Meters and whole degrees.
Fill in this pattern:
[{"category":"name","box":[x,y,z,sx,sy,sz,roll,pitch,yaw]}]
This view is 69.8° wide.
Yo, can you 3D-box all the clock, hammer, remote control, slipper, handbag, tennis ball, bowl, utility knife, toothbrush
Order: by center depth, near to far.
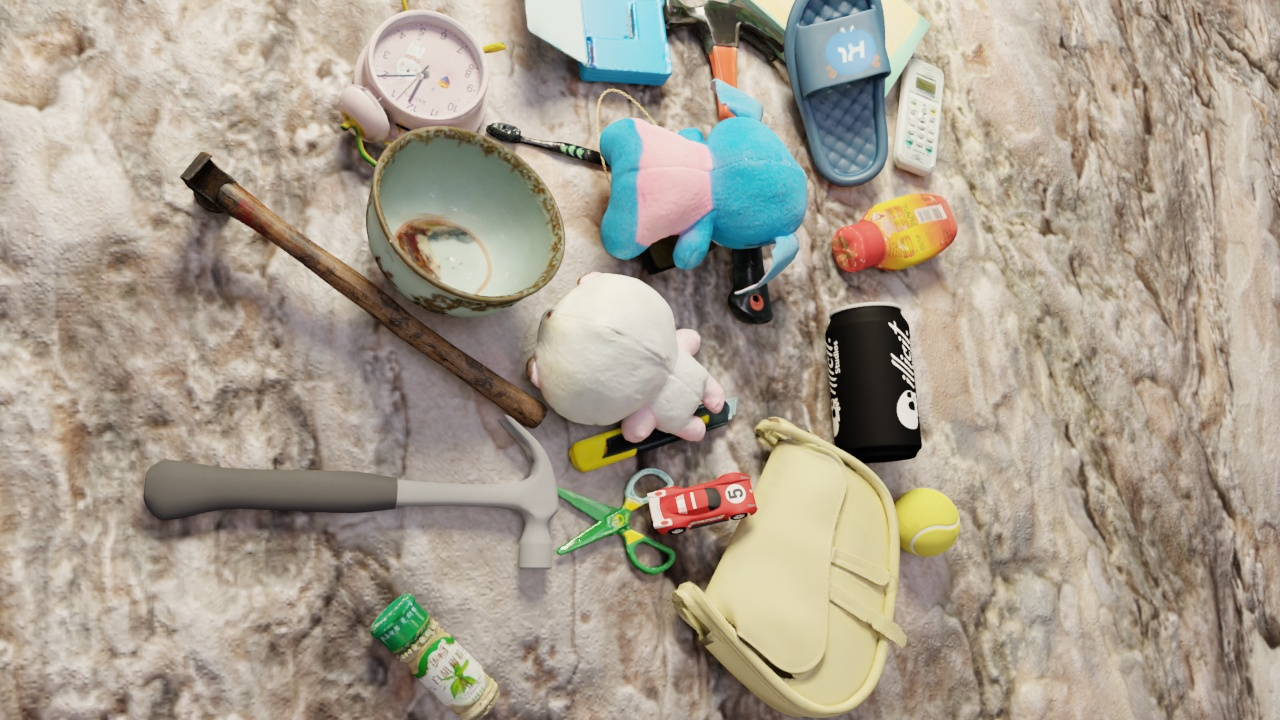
[{"category":"hammer","box":[-0.216,0.100,0.723,0.310,0.030,0.125,5,77,-20]},{"category":"hammer","box":[-0.208,-0.045,0.725,0.330,0.120,0.033,38,81,-17]},{"category":"bowl","box":[-0.153,-0.097,0.746,0.159,0.094,0.159,16,57,-26]},{"category":"clock","box":[-0.192,-0.226,0.788,0.116,0.059,0.157,24,71,-15]},{"category":"handbag","box":[0.145,0.185,0.816,0.191,0.089,0.232,32,69,-9]},{"category":"utility knife","box":[0.018,0.064,0.829,0.174,0.020,0.029,-17,86,-25]},{"category":"toothbrush","box":[-0.052,-0.194,0.860,0.188,0.017,0.014,11,80,-20]},{"category":"handbag","box":[0.004,-0.173,0.870,0.084,0.027,0.178,-23,88,-28]},{"category":"tennis ball","box":[0.273,0.156,0.882,0.065,0.065,0.065,5,76,-21]},{"category":"hammer","box":[0.094,-0.200,0.913,0.133,0.033,0.333,0,80,-22]},{"category":"slipper","box":[0.202,-0.281,0.923,0.104,0.059,0.214,-8,105,3]},{"category":"remote control","box":[0.306,-0.268,1.014,0.050,0.022,0.133,16,73,-17]}]

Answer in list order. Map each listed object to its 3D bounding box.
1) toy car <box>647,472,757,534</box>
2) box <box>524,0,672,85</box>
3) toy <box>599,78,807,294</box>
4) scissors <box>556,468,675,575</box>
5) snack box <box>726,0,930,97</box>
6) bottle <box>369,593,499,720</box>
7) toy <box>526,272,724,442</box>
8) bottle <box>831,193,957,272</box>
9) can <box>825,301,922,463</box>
[{"category":"toy car","box":[0.054,0.123,0.795,0.089,0.025,0.038,-14,62,4]},{"category":"box","box":[-0.059,-0.391,0.879,0.175,0.060,0.243,2,77,-38]},{"category":"toy","box":[0.056,-0.168,0.829,0.191,0.099,0.223,-1,73,-15]},{"category":"scissors","box":[-0.017,0.133,0.803,0.127,0.012,0.123,31,68,-14]},{"category":"snack box","box":[0.203,-0.369,0.984,0.193,0.044,0.141,38,69,-10]},{"category":"bottle","box":[-0.158,0.232,0.709,0.110,0.043,0.042,48,66,-7]},{"category":"toy","box":[-0.005,0.005,0.792,0.179,0.102,0.138,34,71,-21]},{"category":"bottle","box":[0.261,-0.129,0.951,0.134,0.049,0.071,-19,85,-24]},{"category":"can","box":[0.223,0.023,0.884,0.080,0.080,0.146,2,77,-21]}]
